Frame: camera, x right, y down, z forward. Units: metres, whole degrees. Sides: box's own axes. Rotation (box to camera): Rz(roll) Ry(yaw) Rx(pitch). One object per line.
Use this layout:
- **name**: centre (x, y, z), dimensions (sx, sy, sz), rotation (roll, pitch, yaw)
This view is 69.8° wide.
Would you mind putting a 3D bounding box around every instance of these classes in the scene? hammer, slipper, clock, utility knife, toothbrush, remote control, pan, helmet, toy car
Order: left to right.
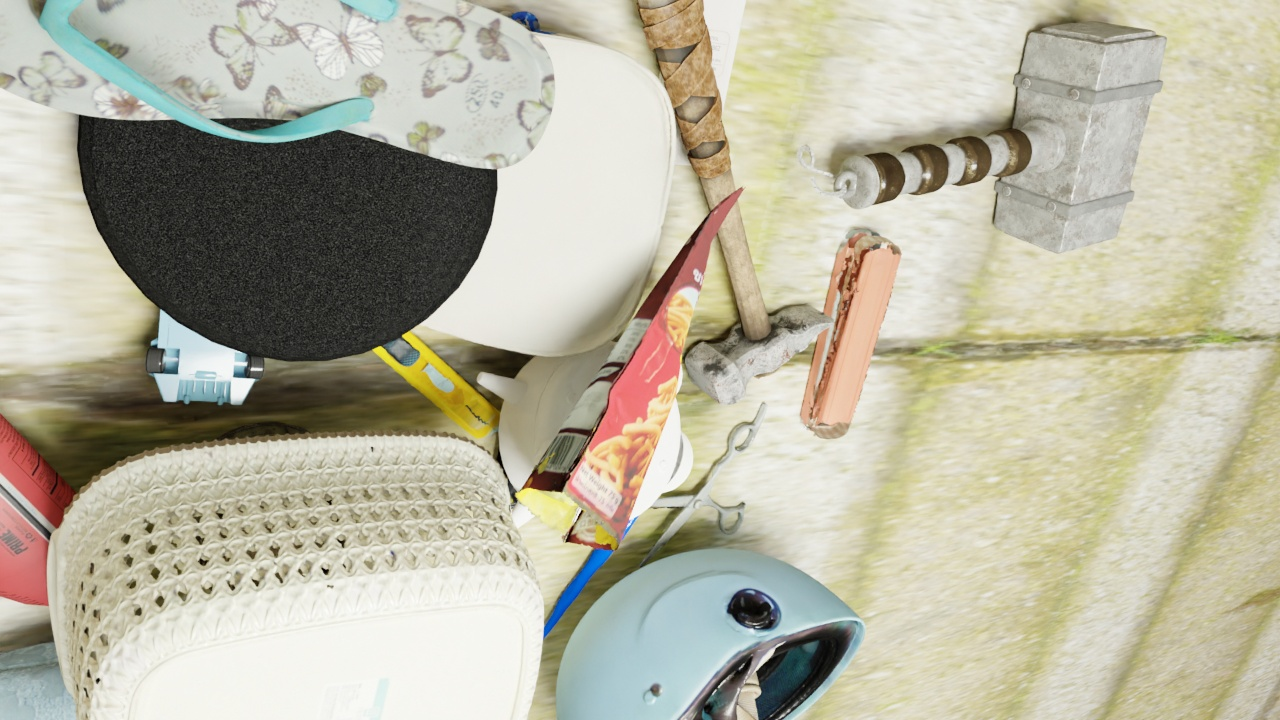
- **toy car**: centre (-0.243, -0.030, 0.518), dimensions (0.060, 0.027, 0.108), rotation (4, 97, -27)
- **slipper**: centre (-0.169, -0.146, 0.403), dimensions (0.268, 0.054, 0.098), rotation (7, 103, -11)
- **pan**: centre (-0.167, -0.169, 0.447), dimensions (0.204, 0.044, 0.356), rotation (4, 106, -9)
- **utility knife**: centre (-0.140, 0.007, 0.610), dimensions (0.030, 0.017, 0.151), rotation (-40, 133, 0)
- **toothbrush**: centre (-0.053, 0.183, 0.756), dimensions (0.018, 0.016, 0.182), rotation (34, 95, -34)
- **clock**: centre (-0.026, 0.049, 0.635), dimensions (0.160, 0.073, 0.125), rotation (-12, 97, -41)
- **remote control**: centre (0.037, -0.197, 0.606), dimensions (0.050, 0.011, 0.136), rotation (-4, 119, -29)
- **helmet**: centre (0.049, 0.246, 0.749), dimensions (0.265, 0.166, 0.226), rotation (-18, 142, -21)
- **hammer**: centre (0.059, -0.109, 0.638), dimensions (0.121, 0.049, 0.319), rotation (-33, 130, -15)
- **hammer**: centre (0.261, -0.157, 0.720), dimensions (0.325, 0.079, 0.177), rotation (-15, 122, -24)

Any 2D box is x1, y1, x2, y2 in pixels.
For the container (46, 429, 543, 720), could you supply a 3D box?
- **container**: centre (-0.170, 0.142, 0.484), dimensions (0.245, 0.143, 0.185), rotation (-2, 115, -29)

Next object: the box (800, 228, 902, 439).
- **box**: centre (0.176, -0.016, 0.768), dimensions (0.059, 0.056, 0.187), rotation (-34, 138, -54)

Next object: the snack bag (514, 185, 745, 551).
- **snack bag**: centre (-0.003, 0.003, 0.549), dimensions (0.139, 0.066, 0.207), rotation (107, 7, -65)

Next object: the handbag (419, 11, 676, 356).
- **handbag**: centre (-0.091, -0.103, 0.545), dimensions (0.199, 0.093, 0.201), rotation (10, 111, -13)

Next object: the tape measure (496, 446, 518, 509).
- **tape measure**: centre (-0.077, 0.079, 0.670), dimensions (0.061, 0.034, 0.062), rotation (-5, 120, -38)

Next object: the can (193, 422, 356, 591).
- **can**: centre (-0.227, 0.095, 0.564), dimensions (0.089, 0.074, 0.090), rotation (-14, 122, -24)

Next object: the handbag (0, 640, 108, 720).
- **handbag**: centre (-0.331, 0.228, 0.556), dimensions (0.191, 0.119, 0.121), rotation (-10, 80, -16)

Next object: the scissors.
- **scissors**: centre (0.057, 0.108, 0.780), dimensions (0.141, 0.014, 0.175), rotation (33, 91, -46)

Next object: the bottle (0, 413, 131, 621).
- **bottle**: centre (-0.343, 0.083, 0.497), dimensions (0.062, 0.062, 0.177), rotation (-31, 127, -14)
